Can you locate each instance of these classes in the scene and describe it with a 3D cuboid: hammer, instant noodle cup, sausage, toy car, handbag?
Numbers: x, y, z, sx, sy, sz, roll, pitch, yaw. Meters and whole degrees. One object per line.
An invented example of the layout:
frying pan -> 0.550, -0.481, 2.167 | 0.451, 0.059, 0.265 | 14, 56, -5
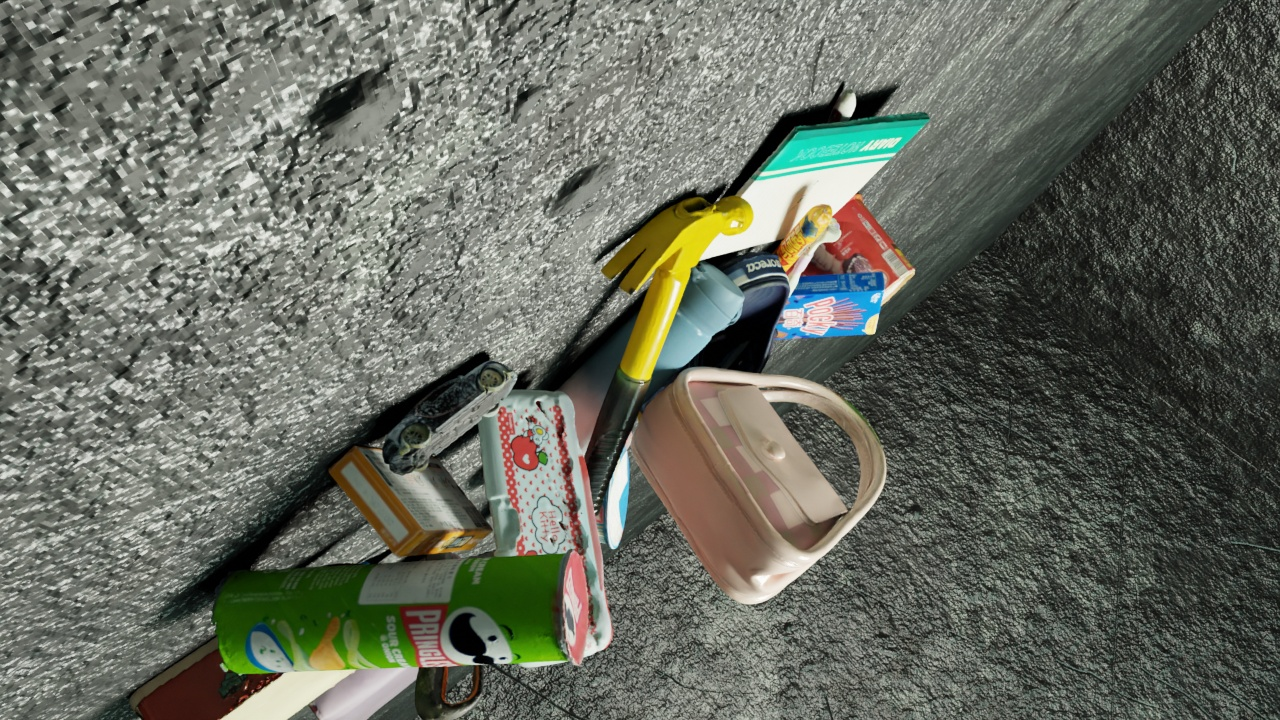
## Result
hammer -> -0.005, 0.009, 0.717 | 0.128, 0.033, 0.301 | -21, 141, -46
instant noodle cup -> -0.073, 0.125, 0.869 | 0.099, 0.110, 0.099 | 5, 89, -81
instant noodle cup -> 0.232, -0.102, 1.035 | 0.137, 0.108, 0.138 | -38, 167, -10
sausage -> 0.138, -0.104, 0.821 | 0.021, 0.021, 0.165 | -37, 174, -16
toy car -> -0.127, 0.035, 0.609 | 0.105, 0.031, 0.049 | -38, 169, -29
handbag -> 0.128, 0.090, 0.823 | 0.233, 0.193, 0.094 | -14, 152, -39
handbag -> -0.255, 0.288, 0.960 | 0.196, 0.098, 0.145 | -36, 169, -17

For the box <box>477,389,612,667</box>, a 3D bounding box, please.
box -> -0.084, 0.124, 0.685 | 0.096, 0.201, 0.100 | -21, 162, 29

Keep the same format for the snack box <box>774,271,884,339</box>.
snack box -> 0.168, -0.054, 0.948 | 0.157, 0.026, 0.085 | -3, 151, 6

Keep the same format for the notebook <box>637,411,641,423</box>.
notebook -> 0.056, 0.044, 1.024 | 0.146, 0.010, 0.206 | -42, -163, 8

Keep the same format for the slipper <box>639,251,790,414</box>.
slipper -> 0.078, -0.005, 0.897 | 0.105, 0.095, 0.254 | -7, 151, -28

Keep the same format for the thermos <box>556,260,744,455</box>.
thermos -> -0.005, 0.005, 0.794 | 0.221, 0.070, 0.070 | -43, 168, 14

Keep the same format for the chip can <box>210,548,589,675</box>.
chip can -> -0.155, 0.165, 0.600 | 0.236, 0.072, 0.072 | -5, 171, 8

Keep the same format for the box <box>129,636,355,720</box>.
box -> -0.297, 0.256, 0.731 | 0.168, 0.077, 0.091 | -33, 153, -29

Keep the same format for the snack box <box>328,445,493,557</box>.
snack box -> -0.156, 0.100, 0.648 | 0.026, 0.075, 0.154 | -42, 168, 0

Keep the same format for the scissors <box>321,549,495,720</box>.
scissors -> -0.168, 0.181, 0.718 | 0.232, 0.220, 0.022 | -7, 131, -24

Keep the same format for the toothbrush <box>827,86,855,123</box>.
toothbrush -> 0.147, -0.169, 0.767 | 0.017, 0.016, 0.188 | -28, 166, -12

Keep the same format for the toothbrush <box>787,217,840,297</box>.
toothbrush -> 0.142, -0.065, 0.889 | 0.020, 0.029, 0.190 | -14, 148, -32

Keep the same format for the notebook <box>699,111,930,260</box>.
notebook -> 0.141, -0.147, 0.766 | 0.208, 0.012, 0.151 | -20, 160, -45

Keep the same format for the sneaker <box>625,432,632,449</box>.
sneaker -> -0.072, 0.139, 0.989 | 0.087, 0.118, 0.242 | 4, 132, -45

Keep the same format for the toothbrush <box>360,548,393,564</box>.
toothbrush -> -0.262, 0.195, 0.812 | 0.189, 0.014, 0.016 | -34, 165, -26
